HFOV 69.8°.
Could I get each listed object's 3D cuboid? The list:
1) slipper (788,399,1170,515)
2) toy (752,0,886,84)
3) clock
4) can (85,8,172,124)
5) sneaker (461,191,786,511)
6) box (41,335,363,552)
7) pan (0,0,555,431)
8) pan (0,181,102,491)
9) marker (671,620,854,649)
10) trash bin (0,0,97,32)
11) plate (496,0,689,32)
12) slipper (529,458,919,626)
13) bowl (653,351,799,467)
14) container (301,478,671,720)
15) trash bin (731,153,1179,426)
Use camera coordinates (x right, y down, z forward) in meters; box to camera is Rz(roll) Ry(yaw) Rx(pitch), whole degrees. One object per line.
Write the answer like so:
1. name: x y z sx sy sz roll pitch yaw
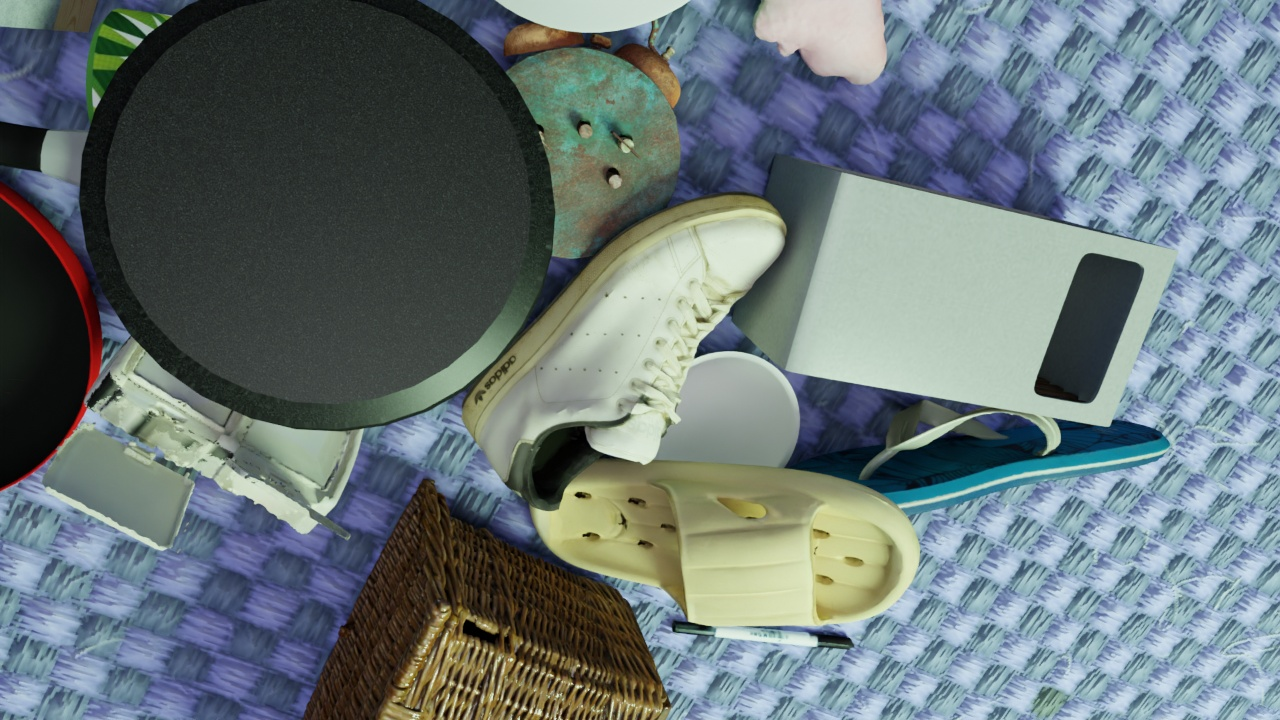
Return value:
1. slipper: 0.227 0.054 0.636 0.294 0.118 0.060 -7 95 -14
2. toy: 0.111 -0.215 0.551 0.093 0.050 0.102 -9 113 -11
3. clock: -0.035 -0.138 0.538 0.121 0.073 0.158 14 104 -15
4. can: -0.209 -0.137 0.499 0.144 0.083 0.083 5 107 -12
5. sneaker: -0.003 0.003 0.550 0.242 0.102 0.089 -40 147 17
6. box: -0.223 0.043 0.503 0.145 0.186 0.066 38 94 -26
7. pan: -0.216 -0.087 0.439 0.356 0.034 0.225 10 90 -13
8. pan: -0.413 0.052 0.532 0.208 0.067 0.357 -3 109 -10
9. marker: 0.097 0.214 0.714 0.152 0.011 0.011 9 106 -13
10. trash bin: -0.307 -0.293 0.396 0.142 0.142 0.247 21 103 -17
11. plate: -0.024 -0.273 0.484 0.189 0.016 0.188 1 95 9
12. slipper: 0.035 0.123 0.573 0.262 0.079 0.111 5 124 25
13. bowl: 0.050 0.041 0.630 0.110 0.040 0.110 -4 108 -11
14. container: -0.111 0.244 0.610 0.183 0.162 0.250 23 102 -22
15. trash bin: 0.193 -0.047 0.589 0.228 0.114 0.114 10 106 -14
